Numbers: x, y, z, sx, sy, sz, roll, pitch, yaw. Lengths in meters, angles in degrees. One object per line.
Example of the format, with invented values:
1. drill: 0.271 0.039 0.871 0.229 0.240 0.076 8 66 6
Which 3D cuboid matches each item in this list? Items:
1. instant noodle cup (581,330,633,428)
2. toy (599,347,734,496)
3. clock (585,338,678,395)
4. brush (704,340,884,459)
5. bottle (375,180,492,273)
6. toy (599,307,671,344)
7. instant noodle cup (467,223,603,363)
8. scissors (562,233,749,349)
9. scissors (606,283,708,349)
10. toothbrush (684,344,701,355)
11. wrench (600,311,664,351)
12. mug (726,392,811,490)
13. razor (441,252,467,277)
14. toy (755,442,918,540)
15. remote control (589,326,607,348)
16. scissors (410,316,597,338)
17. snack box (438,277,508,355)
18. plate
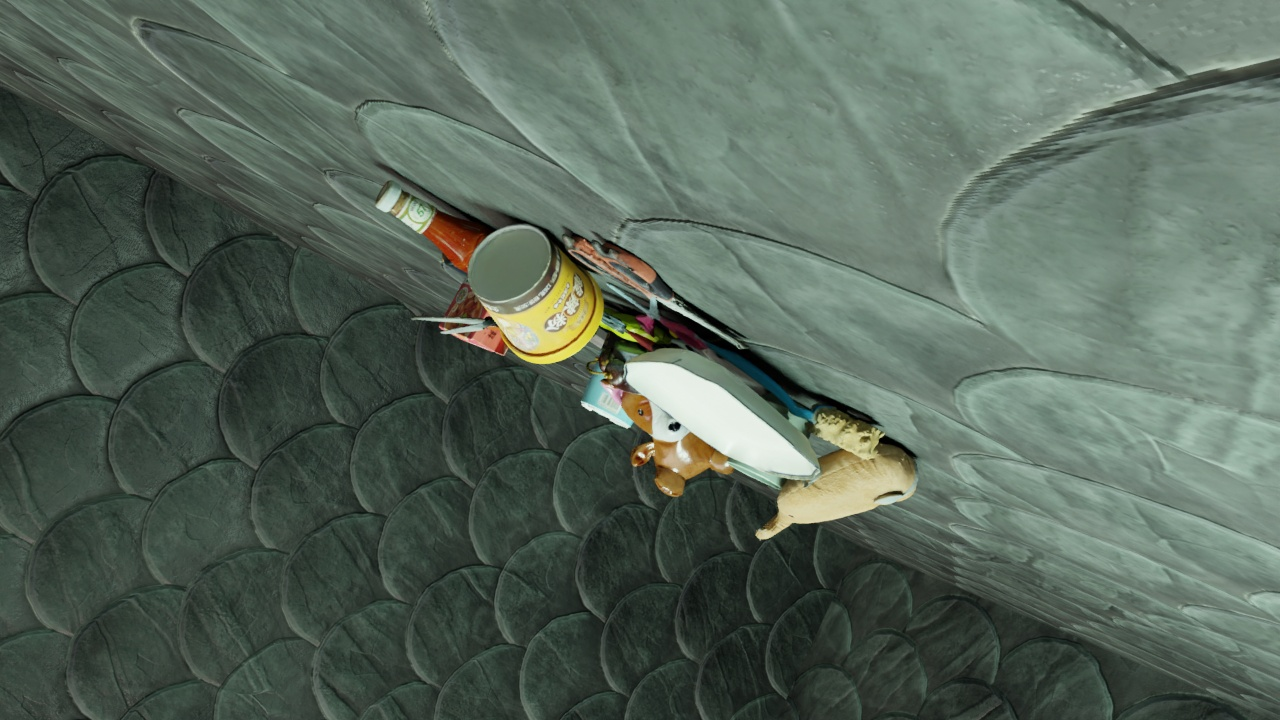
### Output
1. instant noodle cup: -0.024 0.027 1.296 0.111 0.120 0.111 27 173 3
2. toy: 0.040 0.084 1.230 0.130 0.140 0.200 -120 6 -69
3. clock: -0.007 0.007 1.133 0.122 0.055 0.082 1 -162 -15
4. brush: 0.166 0.039 1.042 0.254 0.046 0.083 32 -176 -1
5. bottle: -0.201 -0.135 1.037 0.206 0.059 0.060 31 172 -28
6. toy: -0.015 -0.041 1.125 0.096 0.031 0.100 18 -177 -21
7. instant noodle cup: -0.112 -0.074 0.953 0.118 0.118 0.114 23 164 29
8. scissors: 0.024 -0.063 0.891 0.205 0.015 0.199 25 172 13
9. scissors: 0.017 -0.047 1.015 0.133 0.017 0.135 34 168 5
10. toothbrush: 0.069 0.000 1.042 0.014 0.017 0.189 34 -179 15
11. wrench: 0.031 -0.007 1.053 0.273 0.016 0.056 32 177 -1
12. mug: 0.169 0.100 1.171 0.082 0.106 0.112 27 174 10
13. razor: -0.168 -0.099 1.127 0.167 0.062 0.067 27 -167 -35
14. toy: 0.232 0.164 1.142 0.226 0.082 0.143 -23 146 23
15. remote control: -0.050 -0.027 1.399 0.049 0.024 0.125 20 171 47
16. scissors: -0.157 -0.050 1.109 0.220 0.021 0.228 7 167 -23
17. snack box: -0.210 -0.076 1.272 0.044 0.113 0.127 34 170 -39
18. plate: 0.096 0.058 1.023 0.265 0.034 0.162 38 159 -31
